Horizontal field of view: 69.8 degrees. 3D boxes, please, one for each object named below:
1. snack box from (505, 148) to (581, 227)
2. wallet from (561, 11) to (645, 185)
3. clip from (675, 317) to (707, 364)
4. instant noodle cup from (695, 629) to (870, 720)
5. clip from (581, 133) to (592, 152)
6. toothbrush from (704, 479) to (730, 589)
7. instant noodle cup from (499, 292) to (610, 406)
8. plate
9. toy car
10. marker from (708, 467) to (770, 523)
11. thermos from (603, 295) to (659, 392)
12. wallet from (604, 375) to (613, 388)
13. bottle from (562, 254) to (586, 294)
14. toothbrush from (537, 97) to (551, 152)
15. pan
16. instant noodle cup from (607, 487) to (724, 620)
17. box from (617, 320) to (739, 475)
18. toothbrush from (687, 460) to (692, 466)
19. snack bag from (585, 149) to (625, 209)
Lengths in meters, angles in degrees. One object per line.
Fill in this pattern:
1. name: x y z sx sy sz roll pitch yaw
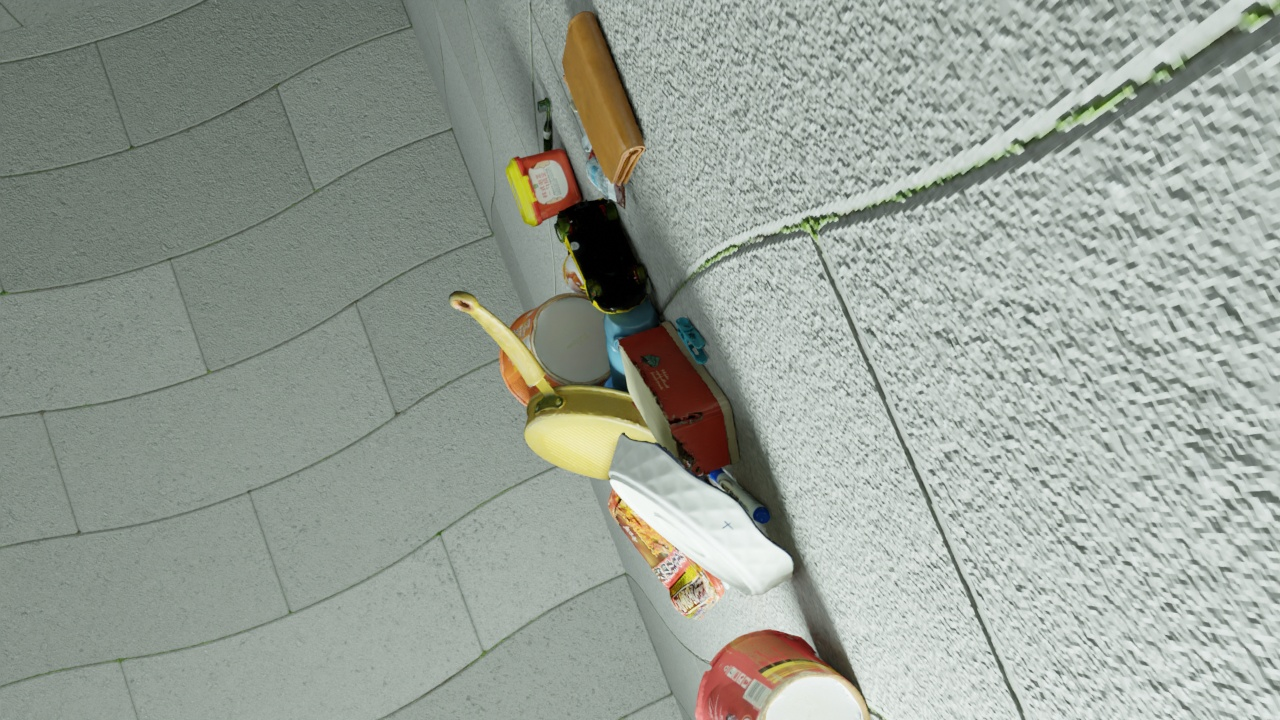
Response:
1. snack box: -0.126 -0.229 1.204 0.082 0.080 0.091 -154 44 -78
2. wallet: -0.036 -0.234 0.841 0.108 0.031 0.131 139 110 -77
3. clip: 0.049 -0.020 0.875 0.056 0.014 0.041 -121 14 -48
4. instant noodle cup: 0.129 0.319 0.812 0.109 0.137 0.138 160 89 -75
5. clip: -0.041 -0.232 0.928 0.024 0.028 0.057 65 161 11
6. toothbrush: 0.091 0.220 1.134 0.016 0.018 0.192 -124 17 -54
7. instant noodle cup: -0.095 -0.013 1.163 0.151 0.151 0.112 68 156 6
8. plate: 0.049 0.148 0.854 0.205 0.045 0.205 37 167 10
9. toy car: -0.043 -0.114 1.010 0.041 0.071 0.155 91 156 -63
10. marker: 0.097 0.133 0.919 0.146 0.017 0.017 -143 33 -72
11. thermos: -0.006 0.006 1.079 0.221 0.070 0.070 83 163 -57
12. wallet: -0.038 0.017 1.292 0.133 0.040 0.106 162 106 -78
13. bottle: -0.062 -0.113 1.141 0.108 0.063 0.063 -164 54 -78
14. toothbrush: -0.130 -0.307 1.249 0.186 0.017 0.012 111 134 -76
15. pan: -0.092 0.040 1.070 0.357 0.198 0.078 36 -128 -38
16. instant noodle cup: 0.041 0.207 1.095 0.189 0.079 0.165 49 157 15
17. box: 0.028 0.043 0.928 0.168 0.078 0.091 -122 16 -52
18. toothbrush: 0.045 0.153 1.151 0.029 0.021 0.190 62 159 13
19. snack bag: -0.035 -0.190 0.944 0.105 0.026 0.045 -128 28 -58
